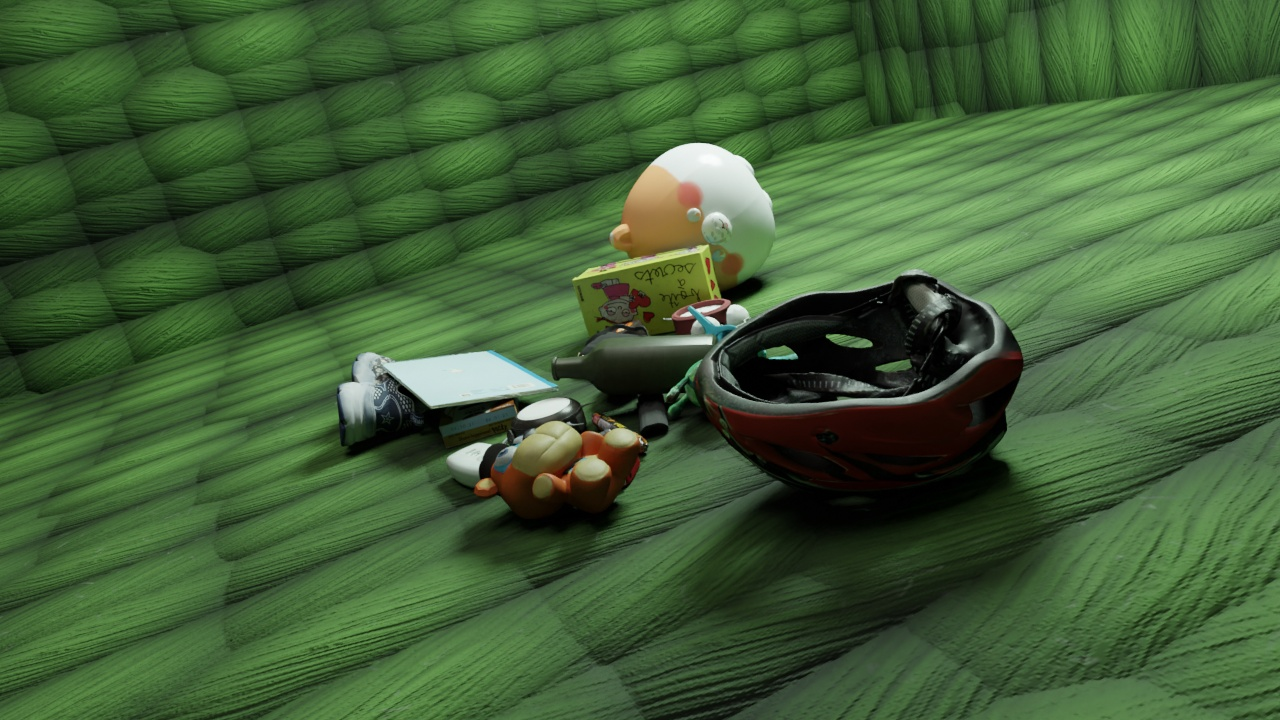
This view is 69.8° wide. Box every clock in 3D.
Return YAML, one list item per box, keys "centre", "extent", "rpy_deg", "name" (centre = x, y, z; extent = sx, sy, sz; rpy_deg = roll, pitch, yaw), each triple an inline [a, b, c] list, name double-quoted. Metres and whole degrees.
- centre: [0.101, -0.055, 1.356]
  extent: [0.096, 0.048, 0.138]
  rpy_deg: [-23, 16, -25]
  name: "clock"
- centre: [-0.119, 0.076, 1.127]
  extent: [0.123, 0.044, 0.091]
  rpy_deg: [-11, 16, 14]
  name: "clock"

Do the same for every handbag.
- centre: [-0.039, -0.013, 1.343]
  extent: [0.078, 0.054, 0.129]
  rpy_deg: [-31, 24, -33]
  name: "handbag"

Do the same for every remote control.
- centre: [0.013, 0.059, 1.112]
  extent: [0.033, 0.015, 0.146]
  rpy_deg: [-15, 16, 3]
  name: "remote control"
- centre: [-0.180, 0.122, 1.057]
  extent: [0.060, 0.028, 0.114]
  rpy_deg: [-26, 19, -32]
  name: "remote control"

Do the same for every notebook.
- centre: [-0.251, 0.023, 1.314]
  extent: [0.180, 0.009, 0.254]
  rpy_deg: [-8, 16, -28]
  name: "notebook"

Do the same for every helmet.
- centre: [0.184, 0.023, 0.791]
  extent: [0.272, 0.167, 0.217]
  rpy_deg: [-8, 28, 5]
  name: "helmet"

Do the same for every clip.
- centre: [0.104, -0.039, 1.261]
  extent: [0.120, 0.103, 0.027]
  rpy_deg: [18, -4, 45]
  name: "clip"

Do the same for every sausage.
- centre: [-0.025, 0.083, 1.060]
  extent: [0.020, 0.020, 0.155]
  rpy_deg: [-21, 17, -19]
  name: "sausage"

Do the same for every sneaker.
- centre: [-0.373, 0.053, 1.394]
  extent: [0.132, 0.103, 0.269]
  rpy_deg: [-2, 15, -7]
  name: "sneaker"

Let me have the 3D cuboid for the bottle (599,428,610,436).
- centre: [-0.081, 0.103, 1.026]
  extent: [0.112, 0.030, 0.030]
  rpy_deg: [-22, 17, -21]
  name: "bottle"

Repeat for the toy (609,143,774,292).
- centre: [0.093, -0.234, 1.603]
  extent: [0.280, 0.263, 0.266]
  rpy_deg: [-37, 18, -9]
  name: "toy"

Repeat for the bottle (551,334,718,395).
- centre: [-0.007, 0.007, 1.135]
  extent: [0.207, 0.071, 0.071]
  rpy_deg: [-2, 19, 11]
  name: "bottle"

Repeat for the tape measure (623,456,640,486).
- centre: [-0.031, 0.115, 0.959]
  extent: [0.051, 0.019, 0.058]
  rpy_deg: [-10, 17, 18]
  name: "tape measure"

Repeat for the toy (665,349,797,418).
- centre: [0.120, 0.026, 1.042]
  extent: [0.193, 0.072, 0.131]
  rpy_deg: [-10, -22, 7]
  name: "toy"

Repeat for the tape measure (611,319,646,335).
- centre: [-0.018, -0.035, 1.430]
  extent: [0.059, 0.038, 0.058]
  rpy_deg: [-28, 14, 7]
  name: "tape measure"

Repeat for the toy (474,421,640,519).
- centre: [-0.087, 0.112, 0.912]
  extent: [0.176, 0.096, 0.111]
  rpy_deg: [-18, 16, 34]
  name: "toy"

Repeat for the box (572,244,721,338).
- centre: [0.015, -0.106, 1.483]
  extent: [0.221, 0.124, 0.079]
  rpy_deg: [-7, 18, 21]
  name: "box"

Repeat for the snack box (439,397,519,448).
- centre: [-0.224, 0.064, 1.288]
  extent: [0.101, 0.032, 0.186]
  rpy_deg: [-17, 16, -5]
  name: "snack box"
